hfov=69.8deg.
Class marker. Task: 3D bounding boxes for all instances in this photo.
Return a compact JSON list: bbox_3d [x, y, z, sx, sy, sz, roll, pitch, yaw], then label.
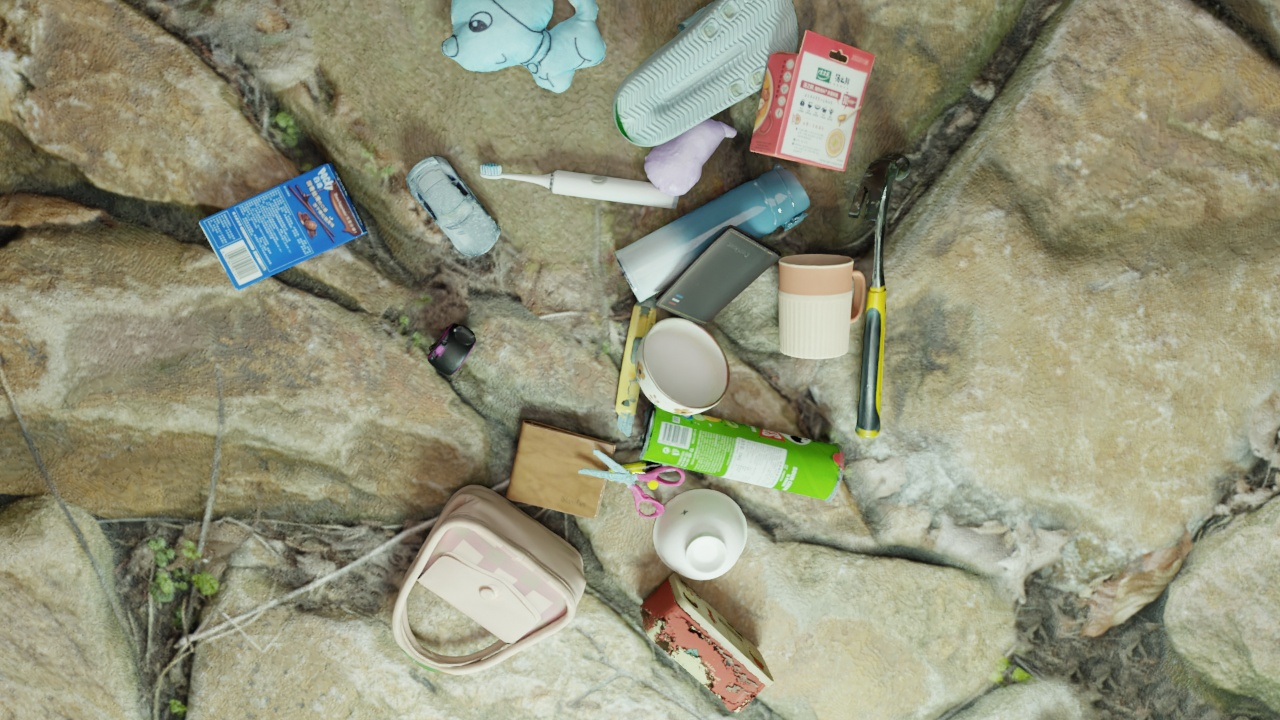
[{"bbox_3d":[0.020,0.128,1.111,0.124,0.015,0.018,-8,109,-4],"label":"marker"}]

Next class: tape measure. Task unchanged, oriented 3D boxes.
[{"bbox_3d":[-0.215,-0.014,1.038,0.039,0.057,0.058,35,83,-14],"label":"tape measure"}]

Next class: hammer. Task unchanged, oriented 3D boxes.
[{"bbox_3d":[0.265,-0.063,1.040,0.032,0.125,0.324,10,114,30],"label":"hammer"}]

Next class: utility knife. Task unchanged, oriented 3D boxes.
[{"bbox_3d":[-0.006,0.006,1.081,0.031,0.019,0.173,10,108,0],"label":"utility knife"}]

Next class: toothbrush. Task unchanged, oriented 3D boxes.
[{"bbox_3d":[-0.067,-0.195,1.018,0.221,0.026,0.026,7,133,-5],"label":"toothbrush"}]

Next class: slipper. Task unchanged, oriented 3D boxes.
[{"bbox_3d":[0.068,-0.313,0.970,0.245,0.074,0.104,-39,113,-11],"label":"slipper"}]

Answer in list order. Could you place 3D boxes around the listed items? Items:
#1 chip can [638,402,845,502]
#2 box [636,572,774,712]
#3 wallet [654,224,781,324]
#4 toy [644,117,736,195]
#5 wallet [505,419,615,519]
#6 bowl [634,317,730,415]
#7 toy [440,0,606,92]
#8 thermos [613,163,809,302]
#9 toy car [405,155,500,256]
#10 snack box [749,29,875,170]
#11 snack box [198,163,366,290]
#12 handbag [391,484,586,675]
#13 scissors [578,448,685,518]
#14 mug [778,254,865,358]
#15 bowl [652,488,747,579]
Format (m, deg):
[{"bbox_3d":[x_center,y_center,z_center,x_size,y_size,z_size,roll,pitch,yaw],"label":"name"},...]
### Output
[{"bbox_3d":[0.117,0.108,1.080,0.236,0.072,0.072,13,103,-6],"label":"chip can"},{"bbox_3d":[0.074,0.354,1.129,0.079,0.091,0.168,-45,102,4],"label":"box"},{"bbox_3d":[0.085,-0.093,1.015,0.122,0.020,0.096,-43,144,25],"label":"wallet"},{"bbox_3d":[0.046,-0.232,1.004,0.084,0.039,0.108,33,83,-8],"label":"toy"},{"bbox_3d":[-0.096,0.131,1.095,0.115,0.020,0.101,14,104,1],"label":"wallet"},{"bbox_3d":[0.039,0.015,1.048,0.113,0.113,0.062,34,140,-11],"label":"bowl"},{"bbox_3d":[-0.126,-0.349,0.965,0.161,0.050,0.156,-39,105,1],"label":"toy"},{"bbox_3d":[0.080,-0.141,1.020,0.220,0.070,0.070,-27,104,4],"label":"thermos"},{"bbox_3d":[-0.206,-0.169,1.012,0.054,0.036,0.120,-37,106,5],"label":"toy car"},{"bbox_3d":[0.183,-0.275,0.979,0.113,0.044,0.127,3,106,-38],"label":"snack box"},{"bbox_3d":[-0.392,-0.147,1.010,0.157,0.026,0.084,-23,104,2],"label":"snack box"},{"bbox_3d":[-0.201,0.285,1.108,0.193,0.093,0.234,40,106,-11],"label":"handbag"},{"bbox_3d":[-0.016,0.149,1.094,0.137,0.017,0.096,11,112,-20],"label":"scissors"},{"bbox_3d":[0.210,-0.065,1.047,0.114,0.082,0.106,-11,108,-31],"label":"mug"},{"bbox_3d":[0.076,0.222,1.111,0.118,0.064,0.118,-1,104,-4],"label":"bowl"}]
